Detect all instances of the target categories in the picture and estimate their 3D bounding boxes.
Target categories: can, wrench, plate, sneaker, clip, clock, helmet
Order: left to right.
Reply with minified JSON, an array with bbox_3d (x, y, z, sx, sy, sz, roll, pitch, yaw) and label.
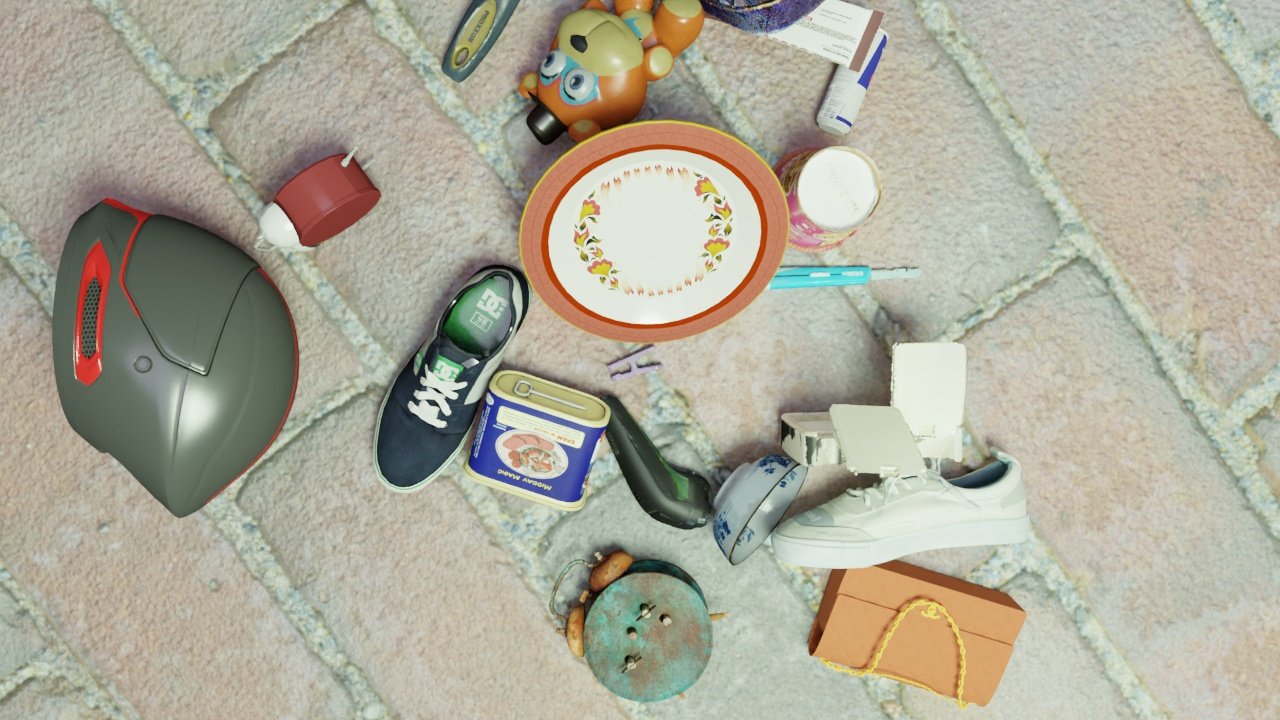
[{"bbox_3d":[-0.379,-0.001,0.778,0.169,0.164,0.264,3,86,-12],"label":"helmet"},{"bbox_3d":[-0.283,-0.135,0.805,0.124,0.087,0.044,-35,94,0],"label":"clock"},{"bbox_3d":[-0.176,0.018,0.823,0.084,0.079,0.235,30,95,-4],"label":"sneaker"},{"bbox_3d":[-0.094,-0.365,0.803,0.073,0.022,0.273,34,101,-4],"label":"wrench"},{"bbox_3d":[-0.092,0.071,0.826,0.116,0.056,0.092,18,114,-2],"label":"can"},{"bbox_3d":[-0.008,0.241,0.848,0.157,0.073,0.121,26,94,-2],"label":"clock"},{"bbox_3d":[-0.006,0.003,0.857,0.052,0.013,0.035,-17,94,4],"label":"clip"},{"bbox_3d":[0.012,-0.105,0.786,0.230,0.021,0.230,-3,134,-4],"label":"plate"},{"bbox_3d":[0.190,-0.252,0.824,0.032,0.032,0.095,22,95,-2],"label":"can"},{"bbox_3d":[0.234,0.128,0.835,0.242,0.089,0.091,-7,96,-6],"label":"sneaker"}]

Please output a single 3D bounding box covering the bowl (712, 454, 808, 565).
[{"bbox_3d":[0.100,0.126,0.830,0.045,0.114,0.114,36,94,23],"label":"bowl"}]

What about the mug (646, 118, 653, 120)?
[{"bbox_3d":[-0.019,-0.144,0.815,0.104,0.084,0.112,-19,124,7],"label":"mug"}]

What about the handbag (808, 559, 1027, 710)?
[{"bbox_3d":[0.257,0.255,0.860,0.172,0.060,0.109,17,99,-2],"label":"handbag"}]

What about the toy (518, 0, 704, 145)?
[{"bbox_3d":[-0.029,-0.256,0.794,0.112,0.096,0.176,42,99,24],"label":"toy"}]

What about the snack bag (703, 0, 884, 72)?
[{"bbox_3d":[0.131,-0.308,0.816,0.158,0.013,0.057,23,96,11],"label":"snack bag"}]

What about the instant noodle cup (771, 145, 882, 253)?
[{"bbox_3d":[0.160,-0.144,0.796,0.098,0.108,0.098,0,95,0],"label":"instant noodle cup"}]

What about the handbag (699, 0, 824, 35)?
[{"bbox_3d":[0.062,-0.372,0.698,0.125,0.222,0.205,-45,126,3],"label":"handbag"}]

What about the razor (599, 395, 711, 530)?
[{"bbox_3d":[0.011,0.093,0.852,0.067,0.054,0.151,-33,87,-24],"label":"razor"}]

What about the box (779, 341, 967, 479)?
[{"bbox_3d":[0.207,0.037,0.767,0.143,0.193,0.106,-2,97,-7],"label":"box"}]

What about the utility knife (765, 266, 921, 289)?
[{"bbox_3d":[0.185,-0.080,0.850,0.151,0.015,0.022,-4,70,-2],"label":"utility knife"}]
